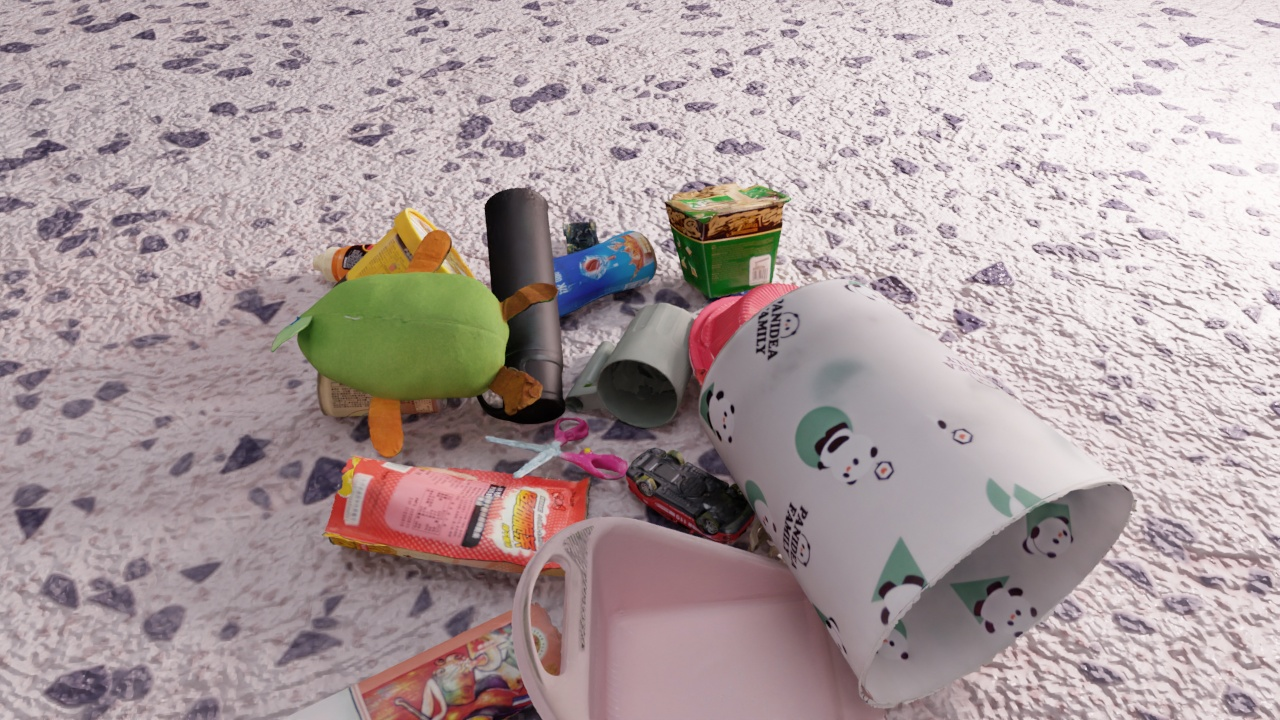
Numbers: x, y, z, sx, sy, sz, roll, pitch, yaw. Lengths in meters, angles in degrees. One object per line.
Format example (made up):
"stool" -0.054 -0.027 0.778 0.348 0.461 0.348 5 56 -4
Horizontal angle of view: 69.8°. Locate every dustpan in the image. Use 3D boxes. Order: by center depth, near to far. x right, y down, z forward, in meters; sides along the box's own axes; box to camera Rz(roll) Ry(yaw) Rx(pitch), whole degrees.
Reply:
"dustpan" 0.055 0.207 0.624 0.273 0.139 0.222 -2 40 -3

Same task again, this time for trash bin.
"trash bin" 0.183 0.084 0.690 0.229 0.230 0.252 -18 47 -22

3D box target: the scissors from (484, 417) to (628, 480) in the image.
"scissors" -0.076 0.080 0.843 0.133 0.017 0.133 11 26 -3

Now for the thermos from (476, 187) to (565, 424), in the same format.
"thermos" -0.128 -0.057 0.923 0.090 0.069 0.242 -5 63 -6

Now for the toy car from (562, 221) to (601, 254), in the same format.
"toy car" -0.070 -0.140 1.113 0.043 0.034 0.090 -8 39 -7

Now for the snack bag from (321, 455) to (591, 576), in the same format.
"snack bag" -0.149 0.128 0.775 0.208 0.073 0.128 8 27 0

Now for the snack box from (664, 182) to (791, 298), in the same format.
"snack box" 0.098 -0.134 1.034 0.118 0.106 0.117 -13 24 -15

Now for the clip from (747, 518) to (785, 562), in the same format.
"clip" 0.120 0.144 0.786 0.070 0.035 0.099 18 35 20

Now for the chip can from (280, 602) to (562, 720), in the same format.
"chip can" -0.156 0.241 0.631 0.214 0.071 0.071 -21 45 -25

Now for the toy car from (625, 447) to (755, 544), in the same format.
"toy car" 0.043 0.119 0.799 0.121 0.045 0.052 25 48 33

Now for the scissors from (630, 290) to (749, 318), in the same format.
"scissors" 0.078 -0.052 1.017 0.176 0.012 0.161 13 34 22

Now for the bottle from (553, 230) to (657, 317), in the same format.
"bottle" -0.085 -0.084 1.023 0.218 0.065 0.065 -24 46 -26

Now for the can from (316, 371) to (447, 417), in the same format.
"can" -0.250 0.024 0.894 0.116 0.059 0.058 -2 40 -4

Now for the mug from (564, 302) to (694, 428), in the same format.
"mug" -0.005 0.005 0.917 0.124 0.084 0.103 -8 33 28

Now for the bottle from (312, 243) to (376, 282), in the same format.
"bottle" -0.309 -0.106 1.051 0.150 0.067 0.066 7 40 17

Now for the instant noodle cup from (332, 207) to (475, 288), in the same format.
"instant noodle cup" -0.244 -0.077 0.952 0.114 0.118 0.118 -39 46 5

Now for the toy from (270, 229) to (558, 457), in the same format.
"toy" -0.200 -0.021 0.838 0.247 0.090 0.226 5 64 6

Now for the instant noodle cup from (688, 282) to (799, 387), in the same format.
"instant noodle cup" 0.147 -0.008 0.892 0.193 0.066 0.193 14 46 -15
